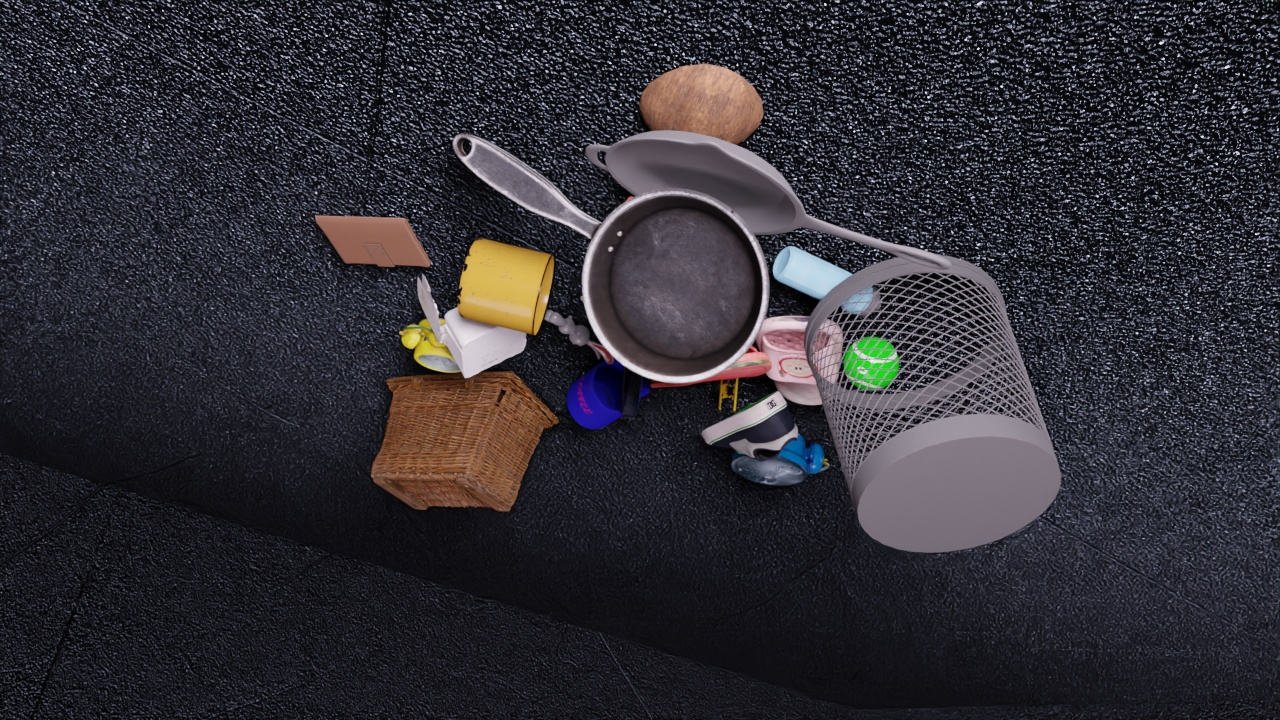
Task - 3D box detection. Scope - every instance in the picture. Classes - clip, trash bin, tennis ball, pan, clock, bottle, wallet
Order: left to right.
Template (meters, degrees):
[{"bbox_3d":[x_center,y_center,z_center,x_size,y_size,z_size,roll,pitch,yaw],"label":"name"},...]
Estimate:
[{"bbox_3d":[-0.326,-0.147,1.123,0.121,0.013,0.087,4,147,15],"label":"wallet"},{"bbox_3d":[-0.283,-0.027,1.285,0.083,0.057,0.118,-2,156,26],"label":"clock"},{"bbox_3d":[-0.035,-0.120,0.903,0.357,0.055,0.188,36,110,10],"label":"pan"},{"bbox_3d":[0.120,0.043,1.278,0.044,0.054,0.049,2,-176,-24],"label":"clip"},{"bbox_3d":[0.121,-0.150,0.859,0.354,0.024,0.216,19,170,3],"label":"pan"},{"bbox_3d":[0.218,0.154,1.430,0.161,0.060,0.117,22,150,-22],"label":"clock"},{"bbox_3d":[0.208,-0.083,0.999,0.130,0.040,0.040,22,152,-18],"label":"bottle"},{"bbox_3d":[0.279,0.004,1.108,0.065,0.065,0.065,10,153,5],"label":"tennis ball"},{"bbox_3d":[0.294,0.049,0.941,0.218,0.226,0.218,-1,136,-1],"label":"trash bin"}]

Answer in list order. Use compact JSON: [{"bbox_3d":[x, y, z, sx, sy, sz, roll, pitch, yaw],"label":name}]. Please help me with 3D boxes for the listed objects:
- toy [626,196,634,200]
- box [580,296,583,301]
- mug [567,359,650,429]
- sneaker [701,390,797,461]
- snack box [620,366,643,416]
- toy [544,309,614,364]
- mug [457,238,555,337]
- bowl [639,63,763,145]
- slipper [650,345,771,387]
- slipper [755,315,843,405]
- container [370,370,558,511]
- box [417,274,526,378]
[{"bbox_3d":[-0.001,-0.099,0.949,0.088,0.132,0.094,6,161,-14],"label":"toy"},{"bbox_3d":[0.040,-0.044,1.057,0.187,0.070,0.143,-16,146,16],"label":"box"},{"bbox_3d":[-0.039,0.048,1.322,0.111,0.079,0.084,-6,164,-31],"label":"mug"},{"bbox_3d":[0.153,0.106,1.285,0.079,0.084,0.236,59,163,3],"label":"sneaker"},{"bbox_3d":[-0.007,0.007,1.214,0.027,0.082,0.150,10,154,1],"label":"snack box"},{"bbox_3d":[-0.082,-0.033,1.222,0.111,0.030,0.049,35,173,-34],"label":"toy"},{"bbox_3d":[-0.157,-0.090,1.086,0.094,0.100,0.123,14,-166,1],"label":"mug"},{"bbox_3d":[0.052,-0.215,0.822,0.114,0.026,0.102,-14,143,40],"label":"bowl"},{"bbox_3d":[0.079,0.000,1.173,0.103,0.059,0.249,-6,177,-23],"label":"slipper"},{"bbox_3d":[0.200,0.004,1.153,0.107,0.055,0.222,5,154,17],"label":"slipper"},{"bbox_3d":[-0.292,0.135,1.460,0.250,0.182,0.162,-3,147,27],"label":"container"},{"bbox_3d":[-0.232,-0.062,1.198,0.120,0.136,0.109,-26,159,-19],"label":"box"}]
